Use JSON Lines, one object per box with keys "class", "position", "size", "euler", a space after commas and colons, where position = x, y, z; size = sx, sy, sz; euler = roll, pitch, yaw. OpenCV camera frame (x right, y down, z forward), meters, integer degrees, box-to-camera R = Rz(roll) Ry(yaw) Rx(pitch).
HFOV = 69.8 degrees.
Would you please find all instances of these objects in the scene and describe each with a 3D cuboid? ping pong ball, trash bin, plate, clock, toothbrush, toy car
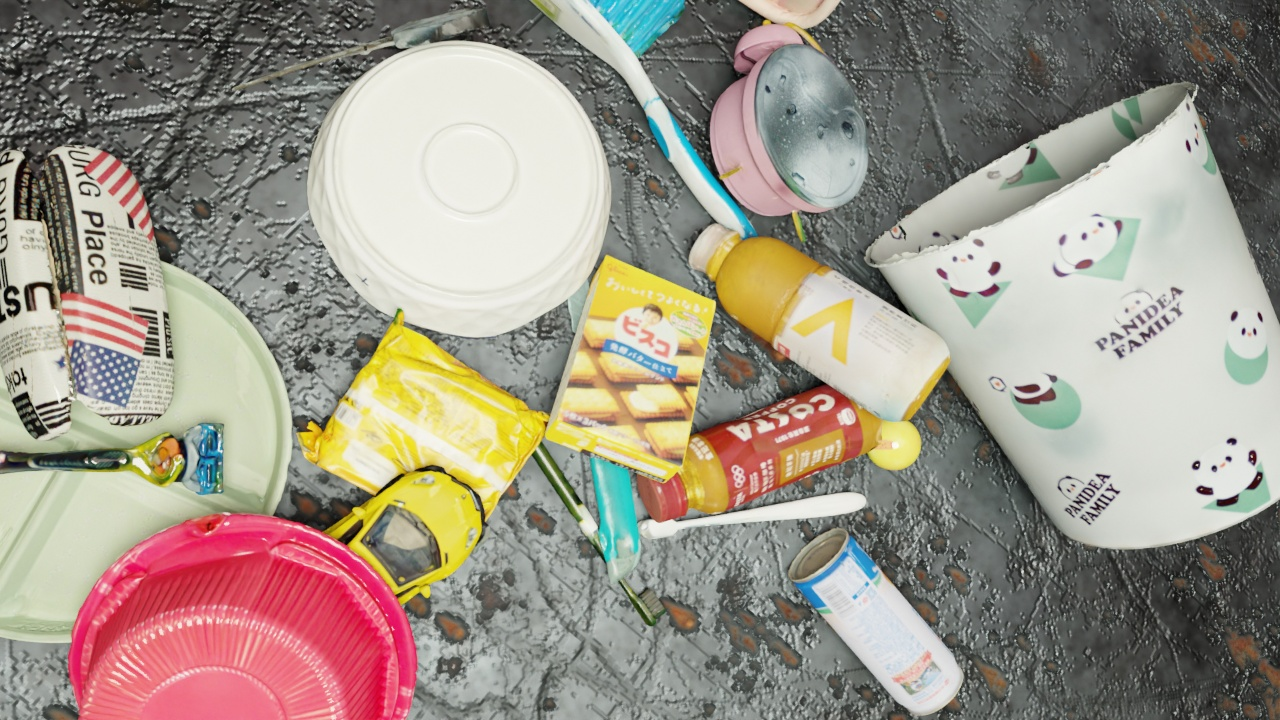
{"class": "ping pong ball", "position": [0.187, 0.061, 0.682], "size": [0.040, 0.040, 0.040], "euler": [2, 82, -16]}
{"class": "trash bin", "position": [0.321, -0.023, 0.647], "size": [0.229, 0.230, 0.252], "euler": [-34, 99, -18]}
{"class": "plate", "position": [-0.115, -0.121, 0.614], "size": [0.204, 0.046, 0.204], "euler": [2, 81, -14]}
{"class": "plate", "position": [-0.327, 0.047, 0.541], "size": [0.230, 0.027, 0.230], "euler": [2, 82, -17]}
{"class": "clock", "position": [0.110, -0.177, 0.665], "size": [0.117, 0.060, 0.158], "euler": [29, 66, -31]}
{"class": "toothbrush", "position": [0.083, 0.111, 0.660], "size": [0.180, 0.016, 0.016], "euler": [-4, 91, -19]}
{"class": "toothbrush", "position": [-0.039, 0.102, 0.626], "size": [0.017, 0.012, 0.186], "euler": [-35, 93, -23]}
{"class": "toy car", "position": [-0.164, 0.122, 0.550], "size": [0.156, 0.041, 0.071], "euler": [-34, 100, 5]}

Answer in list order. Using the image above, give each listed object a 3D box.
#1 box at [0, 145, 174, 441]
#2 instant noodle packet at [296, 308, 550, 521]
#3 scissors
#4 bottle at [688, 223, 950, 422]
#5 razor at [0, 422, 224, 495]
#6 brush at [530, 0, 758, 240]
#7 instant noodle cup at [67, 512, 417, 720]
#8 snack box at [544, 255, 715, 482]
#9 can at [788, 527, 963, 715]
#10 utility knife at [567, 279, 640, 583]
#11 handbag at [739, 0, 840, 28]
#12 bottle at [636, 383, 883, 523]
{"class": "box", "position": [-0.314, -0.039, 0.520], "size": [0.087, 0.076, 0.162], "euler": [-5, 80, -45]}
{"class": "instant noodle packet", "position": [-0.136, 0.045, 0.586], "size": [0.128, 0.044, 0.110], "euler": [35, 80, -7]}
{"class": "scissors", "position": [-0.171, -0.200, 0.587], "size": [0.180, 0.160, 0.014], "euler": [-41, 124, -41]}
{"class": "bottle", "position": [0.118, -0.032, 0.635], "size": [0.189, 0.068, 0.068], "euler": [36, 73, 18]}
{"class": "razor", "position": [-0.313, 0.056, 0.518], "size": [0.142, 0.022, 0.042], "euler": [1, 80, -16]}
{"class": "brush", "position": [-0.001, -0.220, 0.662], "size": [0.314, 0.060, 0.109], "euler": [40, 79, -10]}
{"class": "instant noodle cup", "position": [-0.223, 0.185, 0.501], "size": [0.194, 0.066, 0.194], "euler": [-2, 103, -7]}
{"class": "snack box", "position": [-0.004, 0.004, 0.614], "size": [0.087, 0.034, 0.140], "euler": [23, 53, -12]}
{"class": "can", "position": [0.168, 0.186, 0.653], "size": [0.053, 0.053, 0.134], "euler": [-42, 95, -17]}
{"class": "utility knife", "position": [-0.029, 0.040, 0.632], "size": [0.029, 0.013, 0.222], "euler": [-7, 80, -20]}
{"class": "handbag", "position": [0.099, -0.346, 0.608], "size": [0.193, 0.235, 0.093], "euler": [32, 73, -10]}
{"class": "bottle", "position": [0.083, 0.064, 0.642], "size": [0.174, 0.057, 0.057], "euler": [-19, 88, -18]}
